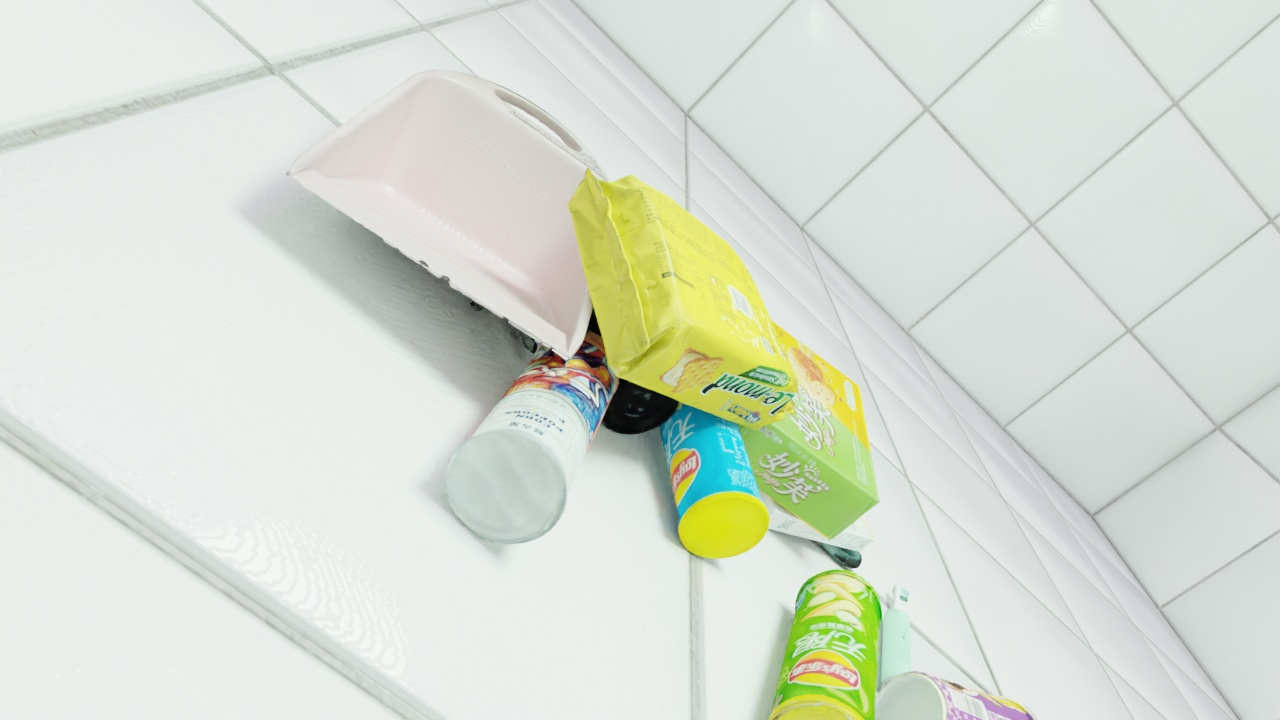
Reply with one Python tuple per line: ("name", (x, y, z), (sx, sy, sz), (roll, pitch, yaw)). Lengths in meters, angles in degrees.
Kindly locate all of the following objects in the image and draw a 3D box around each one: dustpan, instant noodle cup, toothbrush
("dustpan", (-0.113, -0.141, 0.705), (0.222, 0.139, 0.273), (33, 7, -15))
("instant noodle cup", (0.233, 0.294, 0.698), (0.099, 0.112, 0.111), (29, 24, -19))
("toothbrush", (0.250, 0.268, 0.898), (0.027, 0.026, 0.224), (27, 16, 9))

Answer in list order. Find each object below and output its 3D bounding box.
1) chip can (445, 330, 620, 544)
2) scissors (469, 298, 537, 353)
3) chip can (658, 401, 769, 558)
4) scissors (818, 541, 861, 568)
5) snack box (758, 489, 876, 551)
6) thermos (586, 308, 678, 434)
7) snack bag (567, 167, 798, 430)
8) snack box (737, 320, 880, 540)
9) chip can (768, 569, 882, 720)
("chip can", (-0.063, 0.040, 0.619), (0.071, 0.071, 0.214), (44, 18, -7))
("scissors", (-0.113, -0.076, 0.834), (0.189, 0.015, 0.226), (53, 19, 17))
("chip can", (0.052, 0.069, 0.792), (0.071, 0.071, 0.210), (35, 24, -29))
("scissors", (0.190, 0.160, 0.999), (0.170, 0.019, 0.181), (28, 27, -44))
("snack box", (0.168, 0.142, 0.935), (0.156, 0.027, 0.084), (21, 34, -37))
("thermos", (-0.027, -0.053, 0.831), (0.068, 0.090, 0.242), (-2, 46, -17))
("snack bag", (0.046, -0.042, 0.734), (0.246, 0.068, 0.158), (24, 44, -52))
("snack box", (0.153, 0.058, 0.930), (0.157, 0.070, 0.209), (36, 28, -13))
("chip can", (0.139, 0.225, 0.673), (0.072, 0.073, 0.220), (48, 19, 3))
